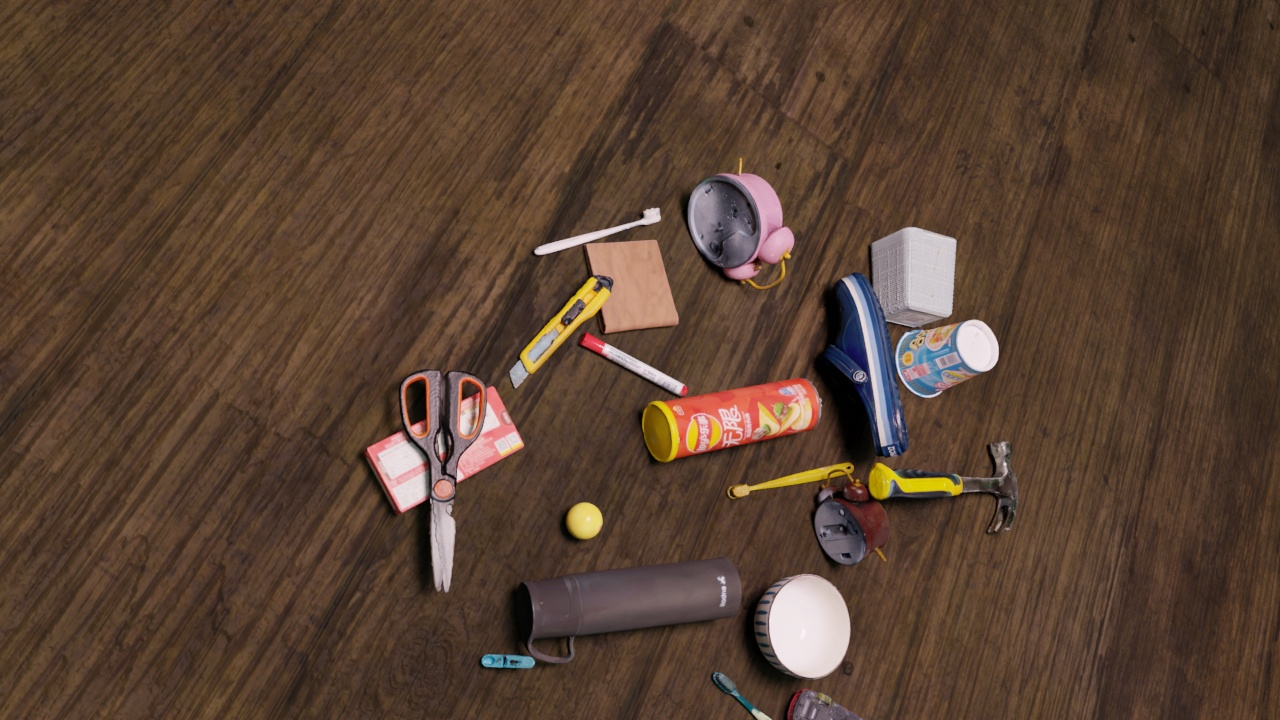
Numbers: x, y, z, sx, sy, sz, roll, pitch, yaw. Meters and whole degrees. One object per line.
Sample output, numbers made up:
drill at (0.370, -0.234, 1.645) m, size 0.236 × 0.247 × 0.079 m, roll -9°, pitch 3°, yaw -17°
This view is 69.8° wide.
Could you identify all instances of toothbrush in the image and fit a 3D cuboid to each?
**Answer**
toothbrush at (0.153, 0.423, 1.060) m, size 0.191 × 0.018 × 0.016 m, roll 44°, pitch 64°, yaw -9°
toothbrush at (0.191, 0.149, 1.149) m, size 0.189 × 0.017 × 0.015 m, roll -7°, pitch 81°, yaw -27°
toothbrush at (-0.050, -0.156, 1.112) m, size 0.179 × 0.016 × 0.016 m, roll -21°, pitch 124°, yaw -28°

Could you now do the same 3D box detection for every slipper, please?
slipper at (0.285, 0.011, 1.192) m, size 0.095 × 0.105 × 0.252 m, roll -13°, pitch 63°, yaw 13°

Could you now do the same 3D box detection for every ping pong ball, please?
ping pong ball at (-0.062, 0.176, 1.008) m, size 0.040 × 0.040 × 0.040 m, roll 7°, pitch 74°, yaw -24°

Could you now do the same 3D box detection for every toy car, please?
toy car at (0.226, 0.429, 1.077) m, size 0.120 × 0.045 × 0.052 m, roll 34°, pitch 67°, yaw -9°

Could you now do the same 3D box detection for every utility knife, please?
utility knife at (-0.090, -0.036, 1.054) m, size 0.033 × 0.015 × 0.176 m, roll 39°, pitch 71°, yaw 5°

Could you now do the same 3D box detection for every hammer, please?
hammer at (0.403, 0.164, 1.195) m, size 0.322 × 0.032 × 0.126 m, roll 7°, pitch 75°, yaw -41°

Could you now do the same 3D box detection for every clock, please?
clock at (0.129, -0.162, 1.146) m, size 0.059 × 0.117 × 0.158 m, roll -23°, pitch 86°, yaw -40°
clock at (0.258, 0.194, 1.133) m, size 0.055 × 0.082 × 0.122 m, roll -15°, pitch 84°, yaw -32°

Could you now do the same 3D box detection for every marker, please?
marker at (-0.006, 0.006, 1.092) m, size 0.145 × 0.017 × 0.017 m, roll 28°, pitch 66°, yaw -17°

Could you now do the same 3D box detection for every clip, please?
clip at (-0.137, 0.311, 0.948) m, size 0.055 × 0.034 × 0.013 m, roll 6°, pitch 73°, yaw -7°

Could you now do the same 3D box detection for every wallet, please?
wallet at (-0.012, -0.092, 1.114) m, size 0.101 × 0.020 × 0.115 m, roll -8°, pitch 78°, yaw -27°

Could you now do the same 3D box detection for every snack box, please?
snack box at (-0.205, 0.093, 0.969) m, size 0.152 × 0.026 × 0.075 m, roll -28°, pitch 89°, yaw -29°

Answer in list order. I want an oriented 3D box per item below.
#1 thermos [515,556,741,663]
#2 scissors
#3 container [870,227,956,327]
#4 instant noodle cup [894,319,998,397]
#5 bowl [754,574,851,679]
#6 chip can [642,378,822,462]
thermos at (-0.011, 0.270, 0.998) m, size 0.242 × 0.068 × 0.090 m, roll -1°, pitch 93°, yaw -24°
scissors at (-0.216, 0.118, 0.934) m, size 0.139 × 0.022 × 0.234 m, roll 22°, pitch 72°, yaw -10°
container at (0.374, -0.111, 1.265) m, size 0.090 × 0.090 × 0.111 m, roll 11°, pitch 75°, yaw -22°
instant noodle cup at (0.419, -0.008, 1.246) m, size 0.099 × 0.110 × 0.099 m, roll 6°, pitch 75°, yaw -23°
bowl at (0.180, 0.310, 1.074) m, size 0.116 × 0.066 × 0.116 m, roll 7°, pitch 75°, yaw -25°
chip can at (0.112, 0.070, 1.101) m, size 0.216 × 0.073 × 0.073 m, roll -7°, pitch 80°, yaw -27°
